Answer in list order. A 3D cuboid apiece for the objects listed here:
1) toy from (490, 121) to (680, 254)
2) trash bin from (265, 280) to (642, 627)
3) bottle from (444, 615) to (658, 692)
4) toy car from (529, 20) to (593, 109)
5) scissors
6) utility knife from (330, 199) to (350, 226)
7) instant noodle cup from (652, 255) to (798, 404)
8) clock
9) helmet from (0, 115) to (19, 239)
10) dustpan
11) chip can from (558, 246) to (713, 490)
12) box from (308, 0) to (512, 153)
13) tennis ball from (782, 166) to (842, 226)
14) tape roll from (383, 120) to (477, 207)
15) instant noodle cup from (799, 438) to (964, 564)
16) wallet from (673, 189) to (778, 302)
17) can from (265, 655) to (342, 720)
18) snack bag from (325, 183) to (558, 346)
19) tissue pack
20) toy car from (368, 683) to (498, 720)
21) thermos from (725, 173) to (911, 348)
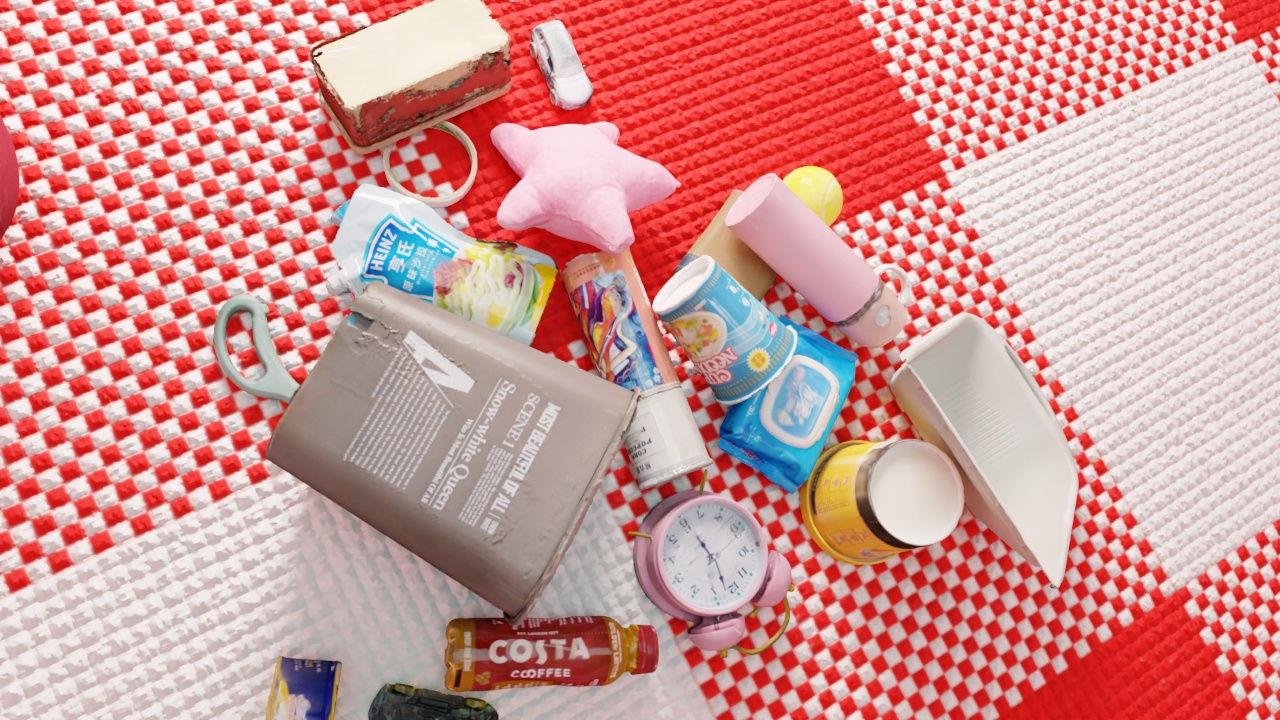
[{"bbox_3d":[-0.046,-0.160,0.840,0.178,0.075,0.194,-2,46,-14],"label":"toy"},{"bbox_3d":[-0.144,0.066,0.714,0.220,0.199,0.198,29,74,-5],"label":"trash bin"},{"bbox_3d":[-0.073,0.243,0.764,0.174,0.058,0.057,2,77,-14],"label":"bottle"},{"bbox_3d":[-0.077,-0.291,0.902,0.042,0.034,0.090,-20,84,-21],"label":"toy car"},{"bbox_3d":[-0.287,-0.003,0.789,0.179,0.019,0.170,37,72,-5],"label":"scissors"},{"bbox_3d":[-0.194,-0.092,0.833,0.179,0.018,0.034,32,76,-8],"label":"utility knife"},{"bbox_3d":[0.071,-0.032,0.830,0.110,0.099,0.099,45,70,-19],"label":"instant noodle cup"},{"bbox_3d":[0.068,0.187,0.813,0.117,0.060,0.158,-38,90,-18],"label":"clock"},{"bbox_3d":[-0.581,-0.132,0.681,0.240,0.144,0.207,-29,85,-5],"label":"helmet"},{"bbox_3d":[0.339,0.053,0.846,0.143,0.257,0.222,-33,86,4],"label":"dustpan"},{"bbox_3d":[-0.005,0.005,0.831,0.071,0.071,0.214,-18,82,-18],"label":"chip can"},{"bbox_3d":[-0.204,-0.268,0.832,0.168,0.077,0.091,-30,72,-18],"label":"box"},{"bbox_3d":[0.169,-0.161,0.916,0.065,0.066,0.065,3,76,-14],"label":"tennis ball"},{"bbox_3d":[-0.196,-0.185,0.856,0.085,0.014,0.085,3,77,-14],"label":"tape roll"},{"bbox_3d":[0.222,0.125,0.838,0.118,0.115,0.118,3,75,-13],"label":"instant noodle cup"},{"bbox_3d":[0.096,-0.101,0.902,0.090,0.033,0.115,37,70,-7],"label":"wallet"},{"bbox_3d":[-0.262,0.302,0.694,0.049,0.075,0.148,9,75,-15],"label":"can"},{"bbox_3d":[-0.176,-0.075,0.808,0.191,0.039,0.110,21,86,-10],"label":"snack bag"},{"bbox_3d":[0.143,0.038,0.870,0.095,0.052,0.157,31,72,-6],"label":"tissue pack"},{"bbox_3d":[-0.167,0.292,0.744,0.105,0.032,0.048,11,75,0],"label":"toy car"},{"bbox_3d":[0.179,-0.098,0.882,0.198,0.067,0.087,38,87,-17],"label":"thermos"}]
